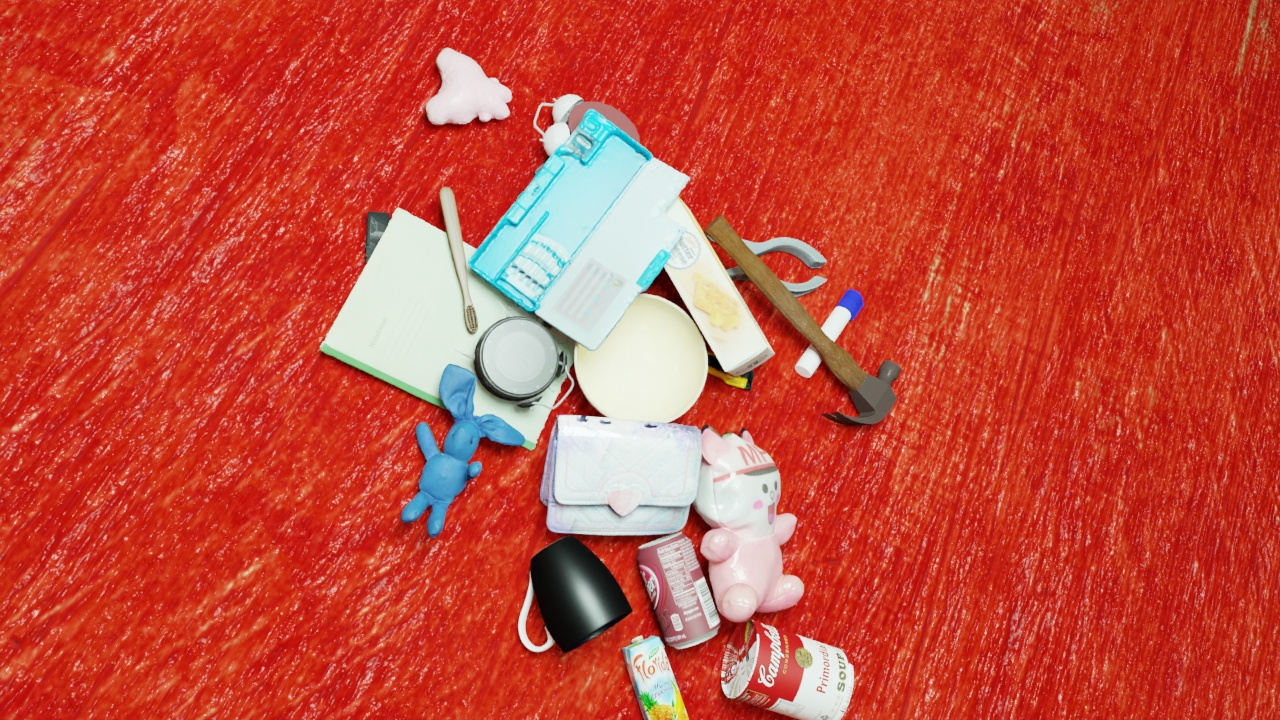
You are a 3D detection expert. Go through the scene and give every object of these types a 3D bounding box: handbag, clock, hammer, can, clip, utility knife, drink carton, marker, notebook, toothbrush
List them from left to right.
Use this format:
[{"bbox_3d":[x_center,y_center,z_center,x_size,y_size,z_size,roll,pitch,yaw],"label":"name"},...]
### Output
[{"bbox_3d":[-0.200,-0.112,1.013,0.016,0.016,0.166,-11,84,-20],"label":"toothbrush"},{"bbox_3d":[-0.194,-0.034,1.016,0.252,0.010,0.181,28,73,-13],"label":"notebook"},{"bbox_3d":[-0.150,-0.111,1.060,0.324,0.015,0.095,3,76,-17],"label":"hammer"},{"bbox_3d":[-0.132,0.003,1.002,0.123,0.044,0.091,43,70,-10],"label":"clock"},{"bbox_3d":[-0.062,-0.264,1.096,0.137,0.048,0.096,22,54,-15],"label":"clock"},{"bbox_3d":[-0.021,0.122,0.975,0.158,0.069,0.127,5,117,-15],"label":"handbag"},{"bbox_3d":[0.020,0.357,0.977,0.044,0.039,0.129,-17,82,-21],"label":"drink carton"},{"bbox_3d":[0.041,0.249,0.998,0.063,0.063,0.114,-17,82,-21],"label":"can"},{"bbox_3d":[0.064,-0.004,1.100,0.163,0.017,0.030,21,61,-8],"label":"utility knife"},{"bbox_3d":[0.157,-0.136,1.157,0.163,0.028,0.107,3,73,-17],"label":"clip"},{"bbox_3d":[0.159,0.340,0.999,0.116,0.087,0.086,21,71,-11],"label":"can"},{"bbox_3d":[0.193,-0.047,1.105,0.323,0.033,0.115,46,65,-13],"label":"hammer"},{"bbox_3d":[0.239,-0.034,1.157,0.027,0.023,0.133,48,66,-25],"label":"marker"}]

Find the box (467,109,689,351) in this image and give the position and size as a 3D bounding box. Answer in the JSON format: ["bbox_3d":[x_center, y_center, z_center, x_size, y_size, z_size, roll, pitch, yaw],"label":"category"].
[{"bbox_3d":[-0.054,-0.142,1.016,0.185,0.056,0.226,36,82,9],"label":"box"}]

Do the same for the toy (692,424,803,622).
[{"bbox_3d":[0.111,0.177,1.021,0.141,0.084,0.213,2,75,-47],"label":"toy"}]

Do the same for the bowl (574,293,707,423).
[{"bbox_3d":[-0.006,0.006,1.038,0.150,0.075,0.150,3,78,-13],"label":"bowl"}]

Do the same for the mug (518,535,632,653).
[{"bbox_3d":[-0.082,0.248,0.959,0.119,0.085,0.100,-35,74,7],"label":"mug"}]

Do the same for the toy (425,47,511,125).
[{"bbox_3d":[-0.198,-0.312,1.076,0.095,0.053,0.099,12,72,-17],"label":"toy"}]

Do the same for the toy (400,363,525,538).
[{"bbox_3d":[-0.189,0.103,0.961,0.112,0.071,0.176,25,66,-8],"label":"toy"}]

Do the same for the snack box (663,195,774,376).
[{"bbox_3d":[0.077,-0.084,1.061,0.057,0.104,0.208,-31,80,8],"label":"snack box"}]

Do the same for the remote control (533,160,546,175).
[{"bbox_3d":[-0.061,-0.185,1.104,0.150,0.022,0.047,44,68,0],"label":"remote control"}]
